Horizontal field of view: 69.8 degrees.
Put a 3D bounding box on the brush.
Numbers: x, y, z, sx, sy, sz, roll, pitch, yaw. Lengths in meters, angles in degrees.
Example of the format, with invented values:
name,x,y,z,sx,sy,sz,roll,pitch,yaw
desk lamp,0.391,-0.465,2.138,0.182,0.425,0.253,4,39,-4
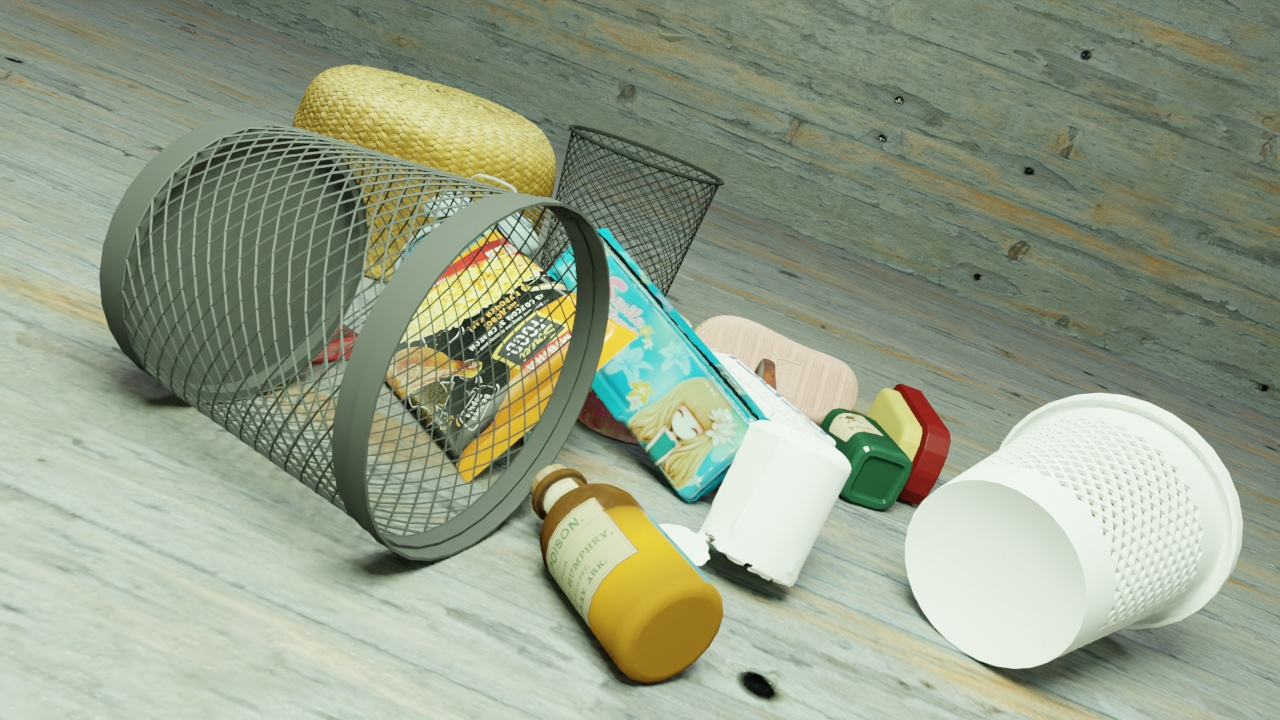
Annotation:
name,x,y,z,sx,sy,sz,roll,pitch,yaw
brush,0.269,0.080,0.952,0.042,0.082,0.173,20,17,-2

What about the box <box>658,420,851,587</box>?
name,x,y,z,sx,sy,sz,roll,pitch,yaw
box,0.062,0.100,0.627,0.141,0.140,0.083,27,-3,-35

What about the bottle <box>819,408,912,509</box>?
name,x,y,z,sx,sy,sz,roll,pitch,yaw
bottle,0.208,0.086,0.900,0.061,0.061,0.131,18,17,-15

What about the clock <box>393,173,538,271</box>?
name,x,y,z,sx,sy,sz,roll,pitch,yaw
clock,-0.158,-0.094,0.858,0.122,0.162,0.075,20,18,-4

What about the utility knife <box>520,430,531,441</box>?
name,x,y,z,sx,sy,sz,roll,pitch,yaw
utility knife,-0.110,0.045,0.745,0.126,0.015,0.022,37,-8,40

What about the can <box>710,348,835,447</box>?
name,x,y,z,sx,sy,sz,roll,pitch,yaw
can,0.093,0.058,0.782,0.136,0.078,0.078,41,23,14

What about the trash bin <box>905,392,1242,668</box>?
name,x,y,z,sx,sy,sz,roll,pitch,yaw
trash bin,0.315,0.136,0.700,0.199,0.196,0.195,-9,33,-41

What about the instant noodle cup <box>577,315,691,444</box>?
name,x,y,z,sx,sy,sz,roll,pitch,yaw
instant noodle cup,-0.005,0.005,0.825,0.097,0.109,0.097,19,17,-6

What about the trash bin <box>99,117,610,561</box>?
name,x,y,z,sx,sy,sz,roll,pitch,yaw
trash bin,-0.173,-0.027,0.568,0.227,0.218,0.217,24,17,23

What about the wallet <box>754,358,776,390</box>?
name,x,y,z,sx,sy,sz,roll,pitch,yaw
wallet,0.115,0.044,0.905,0.019,0.072,0.123,21,16,2

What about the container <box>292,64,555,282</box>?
name,x,y,z,sx,sy,sz,roll,pitch,yaw
container,-0.248,-0.214,1.072,0.307,0.197,0.306,19,19,-7

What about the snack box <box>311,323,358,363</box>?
name,x,y,z,sx,sy,sz,roll,pitch,yaw
snack box,-0.305,-0.036,0.751,0.133,0.021,0.089,29,20,26

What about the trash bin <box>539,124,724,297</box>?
name,x,y,z,sx,sy,sz,roll,pitch,yaw
trash bin,-0.027,-0.139,1.062,0.184,0.210,0.184,19,17,-6

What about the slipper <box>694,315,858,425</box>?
name,x,y,z,sx,sy,sz,roll,pitch,yaw
slipper,0.142,0.017,1.021,0.197,0.093,0.081,21,-3,-6

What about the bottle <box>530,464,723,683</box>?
name,x,y,z,sx,sy,sz,roll,pitch,yaw
bottle,-0.021,0.113,0.547,0.067,0.068,0.157,7,22,-37

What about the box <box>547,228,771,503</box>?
name,x,y,z,sx,sy,sz,roll,pitch,yaw
box,0.003,0.001,0.748,0.227,0.094,0.041,51,23,15

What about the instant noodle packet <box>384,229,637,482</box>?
name,x,y,z,sx,sy,sz,roll,pitch,yaw
instant noodle packet,-0.125,-0.016,0.725,0.221,0.159,0.032,37,-17,42
